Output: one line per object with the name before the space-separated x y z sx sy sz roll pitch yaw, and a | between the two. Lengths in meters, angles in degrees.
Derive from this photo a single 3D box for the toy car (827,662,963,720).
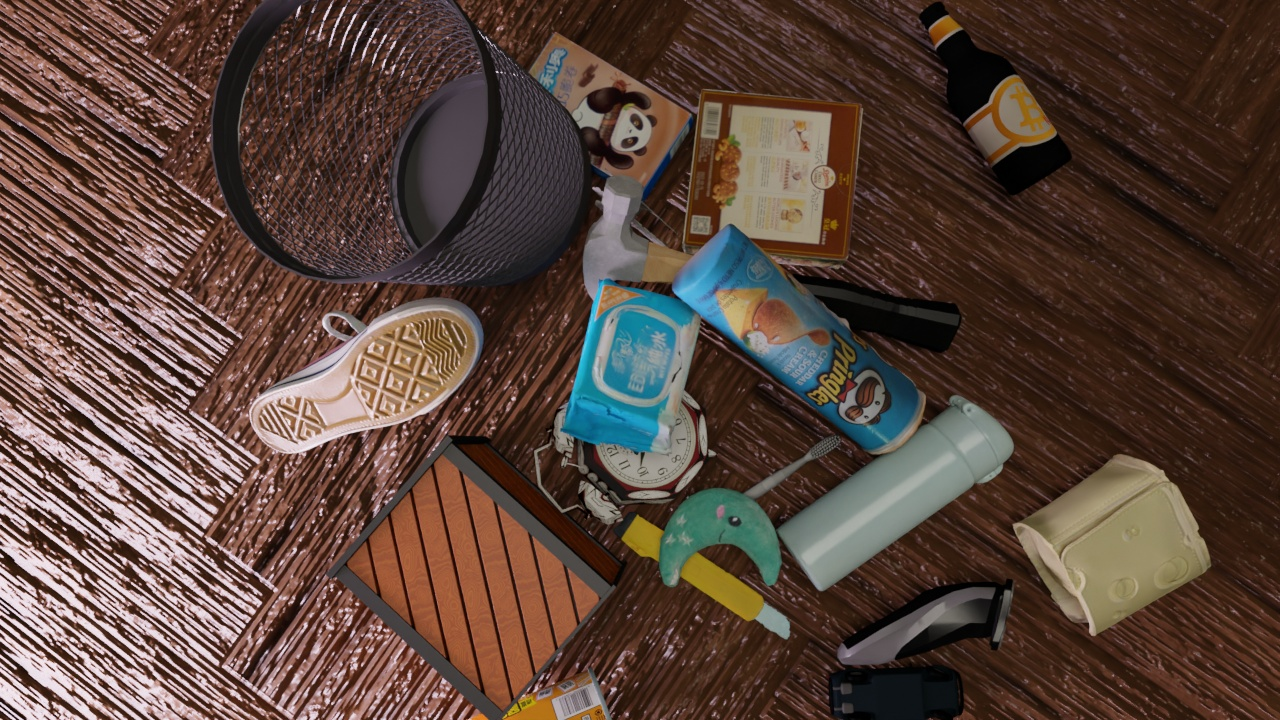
toy car | 0.217 0.285 0.784 0.112 0.034 0.046 -3 85 4

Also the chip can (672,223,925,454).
chip can | 0.132 -0.016 0.754 0.229 0.080 0.080 38 88 -18

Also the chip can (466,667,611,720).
chip can | -0.128 0.331 0.758 0.215 0.075 0.075 -20 84 -10

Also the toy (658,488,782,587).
toy | 0.068 0.151 0.788 0.105 0.033 0.085 -3 68 12

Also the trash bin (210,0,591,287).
trash bin | -0.165 -0.160 0.723 0.218 0.227 0.217 0 90 18

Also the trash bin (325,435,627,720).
trash bin | -0.125 0.171 0.758 0.172 0.140 0.139 41 88 5

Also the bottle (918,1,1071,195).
bottle | 0.304 -0.237 0.810 0.059 0.059 0.181 -31 84 0

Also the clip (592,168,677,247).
clip | -0.010 -0.146 0.823 0.050 0.101 0.058 -48 42 6

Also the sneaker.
sneaker | -0.232 0.007 0.806 0.241 0.087 0.118 -22 108 21

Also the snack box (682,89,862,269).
snack box | 0.117 -0.162 0.822 0.147 0.041 0.143 6 86 4

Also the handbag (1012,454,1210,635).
handbag | 0.395 0.153 0.763 0.119 0.081 0.111 -32 97 -3

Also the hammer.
hammer | 0.112 -0.062 0.795 0.328 0.039 0.131 12 126 -3

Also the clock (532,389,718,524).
clock | -0.019 0.078 0.794 0.154 0.065 0.114 -23 82 -16

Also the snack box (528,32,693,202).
snack box | -0.038 -0.222 0.839 0.151 0.034 0.087 32 88 6

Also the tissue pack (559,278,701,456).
tissue pack | -0.004 0.004 0.748 0.093 0.062 0.144 15 68 -6

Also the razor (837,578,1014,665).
razor | 0.242 0.225 0.780 0.156 0.057 0.060 -14 56 10

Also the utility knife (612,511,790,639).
utility knife | 0.056 0.191 0.808 0.179 0.017 0.030 33 92 8

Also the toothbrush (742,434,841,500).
toothbrush | 0.108 0.114 0.816 0.167 0.013 0.013 -34 84 2

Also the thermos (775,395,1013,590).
thermos | 0.219 0.112 0.783 0.207 0.065 0.078 -35 106 -1
